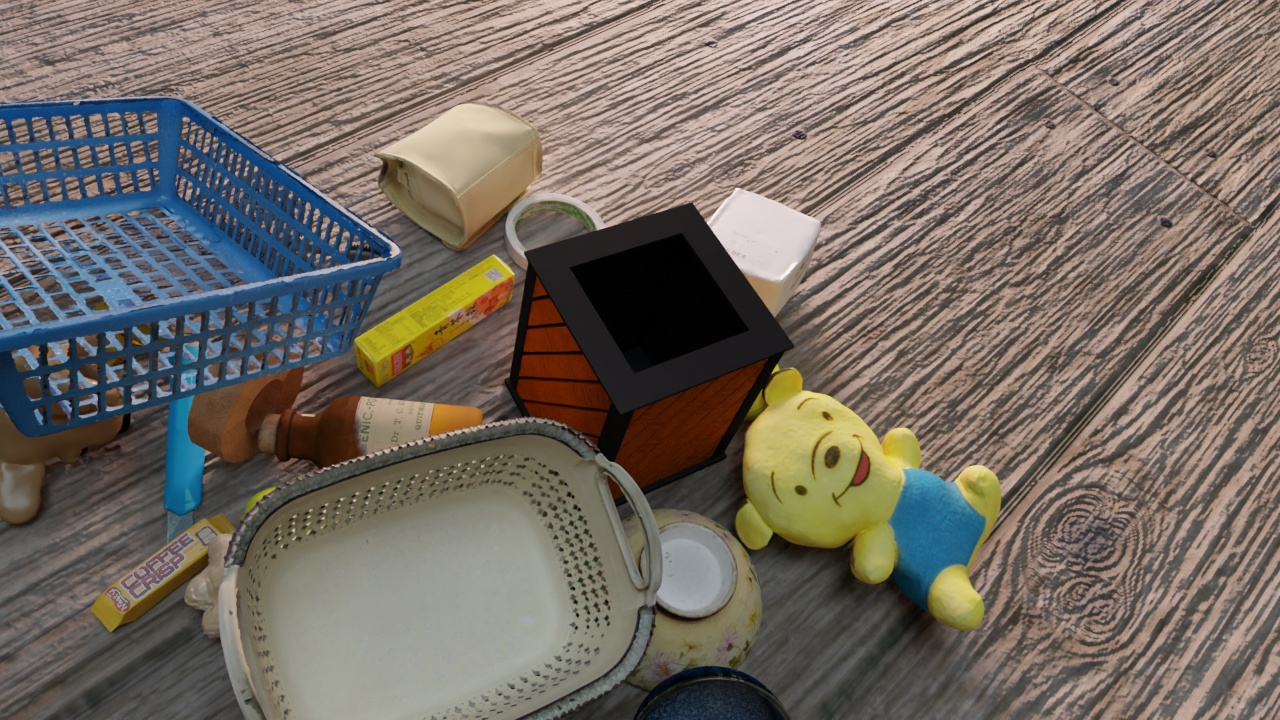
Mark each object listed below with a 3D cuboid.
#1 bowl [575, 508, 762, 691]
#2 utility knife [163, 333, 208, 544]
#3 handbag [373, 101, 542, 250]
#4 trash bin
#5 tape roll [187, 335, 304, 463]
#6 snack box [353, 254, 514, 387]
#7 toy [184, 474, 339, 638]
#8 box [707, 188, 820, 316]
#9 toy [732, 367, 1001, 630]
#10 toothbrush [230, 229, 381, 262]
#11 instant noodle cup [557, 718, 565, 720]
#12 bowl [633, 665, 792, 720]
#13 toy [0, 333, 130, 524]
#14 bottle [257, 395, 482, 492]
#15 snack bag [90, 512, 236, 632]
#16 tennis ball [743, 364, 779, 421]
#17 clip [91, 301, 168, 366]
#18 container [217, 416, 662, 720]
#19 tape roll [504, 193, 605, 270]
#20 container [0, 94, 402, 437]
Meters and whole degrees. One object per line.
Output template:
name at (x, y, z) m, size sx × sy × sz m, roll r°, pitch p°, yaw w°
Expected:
bowl at (0.028, 0.164, 0.671) m, size 0.145 × 0.063 × 0.145 m, roll 6°, pitch 57°, yaw -10°
utility knife at (-0.340, 0.055, 0.684) m, size 0.031 × 0.015 × 0.174 m, roll -4°, pitch 60°, yaw -13°
handbag at (-0.165, -0.178, 0.845) m, size 0.111 × 0.081 × 0.119 m, roll 32°, pitch 57°, yaw 17°
trash bin at (-0.004, 0.004, 0.702) m, size 0.139 × 0.172 × 0.139 m, roll -20°, pitch 64°, yaw -25°
tape roll at (-0.285, 0.027, 0.667) m, size 0.027 × 0.094 × 0.093 m, roll 26°, pitch 55°, yaw 4°
snack box at (-0.170, -0.035, 0.769) m, size 0.029 × 0.040 × 0.147 m, roll 43°, pitch 58°, yaw 15°
toy at (-0.253, 0.138, 0.630) m, size 0.117 × 0.043 × 0.092 m, roll -36°, pitch 85°, yaw -27°
box at (0.102, -0.088, 0.874) m, size 0.102 × 0.095 × 0.107 m, roll 24°, pitch 49°, yaw 17°
toy at (0.174, 0.111, 0.731) m, size 0.214 × 0.084 × 0.148 m, roll 25°, pitch 58°, yaw 6°
toothbrush at (-0.309, -0.102, 0.796) m, size 0.167 × 0.013 × 0.013 m, roll 8°, pitch 48°, yaw -8°
instant noodle cup at (-0.093, 0.269, 0.561) m, size 0.112 × 0.101 × 0.100 m, roll -25°, pitch 66°, yaw -36°
bowl at (0.045, 0.250, 0.612) m, size 0.114 × 0.060 × 0.114 m, roll 0°, pitch 100°, yaw -3°
toy at (-0.408, 0.028, 0.635) m, size 0.105 × 0.108 × 0.134 m, roll 2°, pitch 54°, yaw -39°
bottle at (-0.199, 0.061, 0.681) m, size 0.157 × 0.068 × 0.067 m, roll 6°, pitch 56°, yaw -10°
snack bag at (-0.323, 0.142, 0.627) m, size 0.026 × 0.020 × 0.099 m, roll 40°, pitch 57°, yaw 15°
tennis ball at (0.087, 0.019, 0.780) m, size 0.065 × 0.065 × 0.065 m, roll 6°, pitch 56°, yaw -10°
clip at (-0.403, -0.017, 0.710) m, size 0.054 × 0.048 × 0.046 m, roll 29°, pitch 30°, yaw 4°
container at (-0.125, 0.149, 0.575) m, size 0.251 × 0.144 × 0.184 m, roll -15°, pitch 76°, yaw -28°
tape roll at (-0.079, -0.116, 0.858) m, size 0.094 × 0.018 × 0.093 m, roll 6°, pitch 56°, yaw -9°
container at (-0.369, -0.083, 0.636) m, size 0.362 × 0.089 × 0.256 m, roll 33°, pitch 36°, yaw 33°
